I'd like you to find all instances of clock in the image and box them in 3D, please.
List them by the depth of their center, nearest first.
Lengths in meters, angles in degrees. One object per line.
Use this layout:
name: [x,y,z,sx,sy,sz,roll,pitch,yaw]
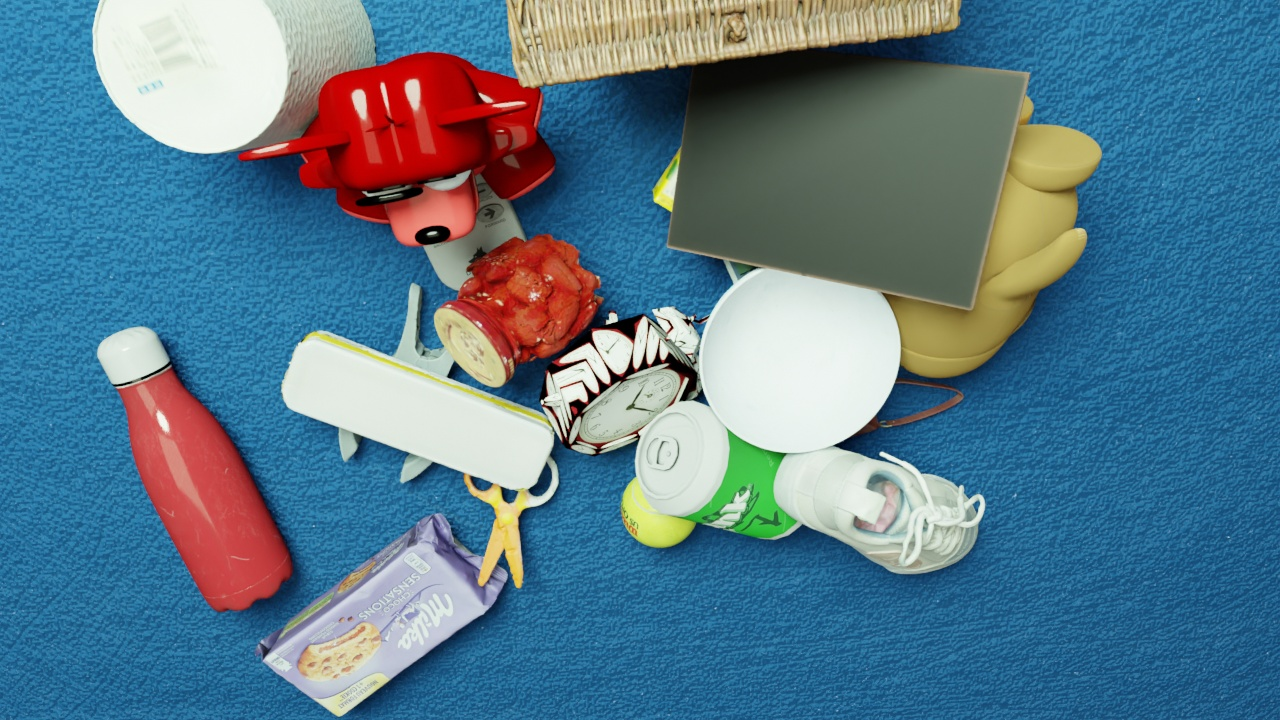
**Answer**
clock: [-0.004,0.005,0.706,0.154,0.065,0.115,-29,153,-7]

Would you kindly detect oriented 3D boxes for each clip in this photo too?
clip: [-0.163,0.030,0.743,0.127,0.028,0.167,26,109,-14]

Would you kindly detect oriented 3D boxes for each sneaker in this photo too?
sneaker: [0.214,0.129,0.724,0.242,0.091,0.089,23,88,-38]

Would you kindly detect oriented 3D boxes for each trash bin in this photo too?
trash bin: [-0.251,-0.194,0.576,0.133,0.161,0.133,-1,111,-3]

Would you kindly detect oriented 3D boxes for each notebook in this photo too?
notebook: [0.122,-0.123,0.590,0.209,0.008,0.141,15,107,23]

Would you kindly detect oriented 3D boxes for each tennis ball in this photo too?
tennis ball: [0.016,0.123,0.767,0.065,0.065,0.065,-1,111,-3]

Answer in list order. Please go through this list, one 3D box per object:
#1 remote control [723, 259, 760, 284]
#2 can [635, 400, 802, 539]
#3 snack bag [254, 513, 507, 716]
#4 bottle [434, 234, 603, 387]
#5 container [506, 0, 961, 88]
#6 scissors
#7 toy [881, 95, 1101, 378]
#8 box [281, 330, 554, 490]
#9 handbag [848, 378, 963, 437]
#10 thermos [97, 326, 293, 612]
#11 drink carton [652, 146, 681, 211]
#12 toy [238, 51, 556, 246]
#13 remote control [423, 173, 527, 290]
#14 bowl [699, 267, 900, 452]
remote control: [0.109,-0.044,0.729,0.049,0.024,0.143,-25,112,6]
can: [0.070,0.088,0.722,0.139,0.087,0.088,21,111,-39]
snack bag: [-0.222,0.217,0.797,0.205,0.058,0.096,-36,113,7]
bottle: [-0.088,-0.038,0.672,0.111,0.099,0.099,-45,112,-28]
container: [0.043,-0.271,0.550,0.250,0.183,0.162,-7,112,1]
scissors: [-0.102,0.133,0.774,0.097,0.012,0.133,-10,92,-5]
toy: [0.235,-0.077,0.664,0.162,0.198,0.204,-12,132,-14]
box: [-0.171,0.040,0.717,0.209,0.033,0.064,22,109,-13]
handbag: [0.212,0.036,0.768,0.119,0.029,0.055,-6,110,-6]
thermos: [-0.356,0.086,0.728,0.073,0.073,0.240,-16,111,3]
drink carton: [0.060,-0.166,0.660,0.043,0.058,0.135,32,106,-10]
toy: [-0.136,-0.133,0.569,0.158,0.197,0.120,-8,104,-2]
remote control: [-0.141,-0.126,0.685,0.074,0.019,0.151,-21,111,5]
bowl: [0.111,-0.012,0.684,0.144,0.074,0.144,-1,107,-3]
